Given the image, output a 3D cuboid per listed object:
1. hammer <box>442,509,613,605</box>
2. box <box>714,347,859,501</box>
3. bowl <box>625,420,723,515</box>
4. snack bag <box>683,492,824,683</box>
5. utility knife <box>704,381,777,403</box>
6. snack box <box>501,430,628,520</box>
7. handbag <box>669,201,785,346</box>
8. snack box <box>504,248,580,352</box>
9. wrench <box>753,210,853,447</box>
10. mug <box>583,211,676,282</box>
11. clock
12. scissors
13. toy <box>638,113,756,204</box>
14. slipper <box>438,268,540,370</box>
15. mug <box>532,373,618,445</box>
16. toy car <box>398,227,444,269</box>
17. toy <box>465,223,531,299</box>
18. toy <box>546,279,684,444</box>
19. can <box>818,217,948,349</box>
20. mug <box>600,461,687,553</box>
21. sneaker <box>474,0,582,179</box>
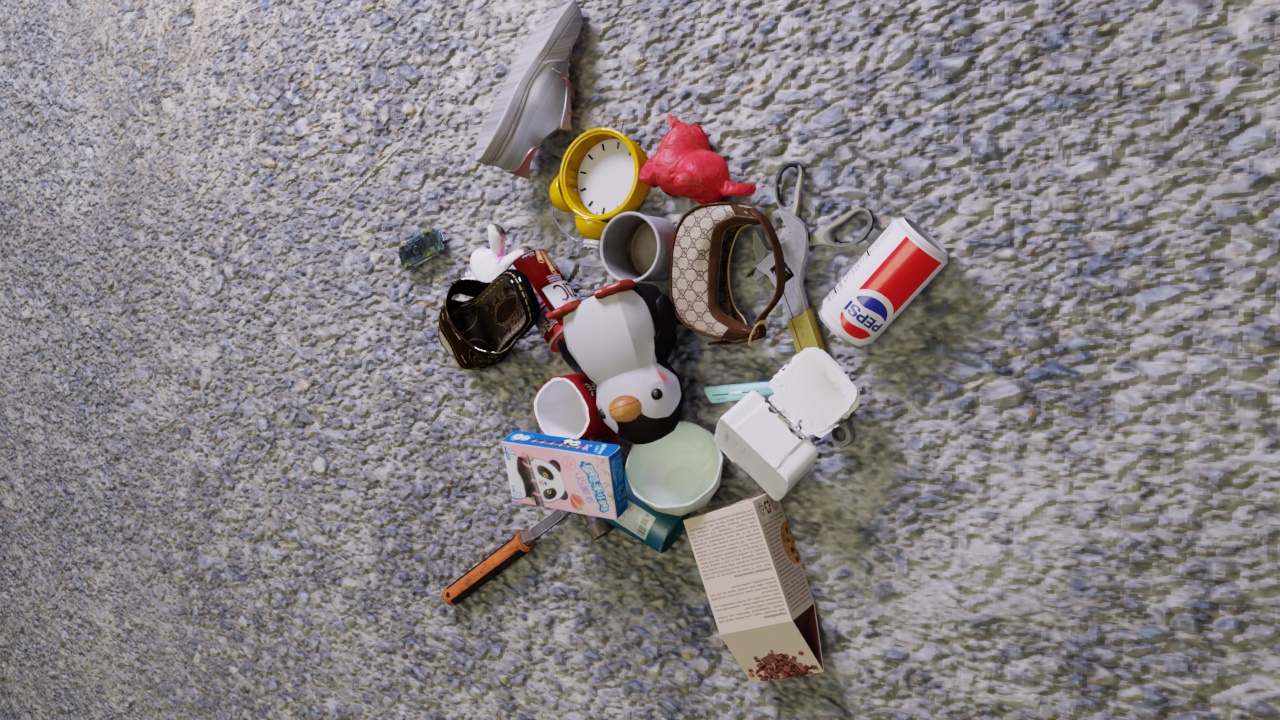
[{"bbox_3d":[-0.180,0.250,1.279,0.315,0.034,0.137,-39,74,28],"label":"hammer"},{"bbox_3d":[0.166,0.060,1.013,0.107,0.152,0.131,42,72,16],"label":"box"},{"bbox_3d":[0.046,0.137,1.103,0.117,0.061,0.117,-8,54,12],"label":"bowl"},{"bbox_3d":[0.136,0.267,1.064,0.095,0.069,0.206,-22,83,31],"label":"snack bag"},{"bbox_3d":[0.137,0.034,1.070,0.141,0.015,0.022,-8,106,37],"label":"utility knife"},{"bbox_3d":[-0.092,0.138,1.112,0.154,0.033,0.088,5,115,28],"label":"snack box"},{"bbox_3d":[0.101,-0.096,1.051,0.138,0.063,0.166,12,103,43],"label":"handbag"},{"bbox_3d":[-0.119,-0.079,1.192,0.072,0.072,0.121,-44,71,26],"label":"snack box"},{"bbox_3d":[0.188,-0.034,1.030,0.084,0.018,0.273,-23,84,39],"label":"wrench"},{"bbox_3d":[-0.009,-0.138,1.119,0.113,0.070,0.084,12,100,30],"label":"mug"},{"bbox_3d":[-0.052,-0.220,1.153,0.113,0.052,0.152,49,111,19],"label":"clock"},{"bbox_3d":[0.182,-0.146,1.035,0.171,0.012,0.157,-17,86,33],"label":"scissors"},{"bbox_3d":[0.073,-0.229,1.060,0.133,0.088,0.094,24,95,27],"label":"toy"},{"bbox_3d":[-0.217,-0.048,1.210,0.269,0.075,0.113,-23,90,56],"label":"slipper"},{"bbox_3d":[-0.064,0.072,1.155,0.081,0.096,0.116,-39,74,28],"label":"mug"},{"bbox_3d":[-0.316,-0.162,1.331,0.090,0.027,0.038,-20,81,32],"label":"toy car"},{"bbox_3d":[-0.203,-0.127,1.259,0.079,0.037,0.123,48,116,5],"label":"toy"},{"bbox_3d":[-0.006,0.006,1.091,0.159,0.139,0.184,-21,85,31],"label":"toy"},{"bbox_3d":[0.254,-0.080,0.963,0.070,0.070,0.132,48,116,19],"label":"can"},{"bbox_3d":[-0.006,0.183,1.145,0.121,0.078,0.078,32,110,21],"label":"mug"},{"bbox_3d":[-0.121,-0.338,1.174,0.236,0.089,0.099,-61,29,0],"label":"sneaker"}]
